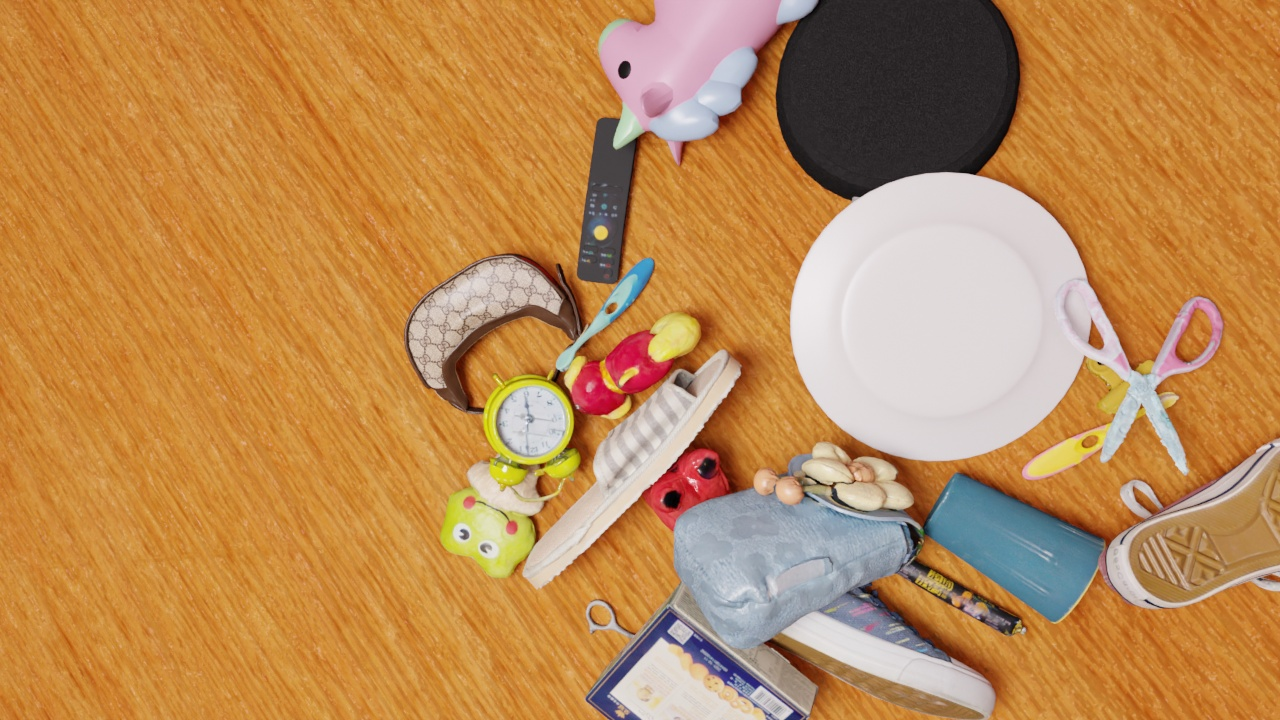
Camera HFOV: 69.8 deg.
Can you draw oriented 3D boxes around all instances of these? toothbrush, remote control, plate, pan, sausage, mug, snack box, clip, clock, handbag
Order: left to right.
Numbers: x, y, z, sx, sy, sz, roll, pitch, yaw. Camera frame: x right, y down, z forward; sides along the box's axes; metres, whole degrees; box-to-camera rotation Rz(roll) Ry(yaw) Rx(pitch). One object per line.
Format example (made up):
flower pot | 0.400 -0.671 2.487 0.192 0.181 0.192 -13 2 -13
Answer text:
handbag | -0.131 -0.024 0.859 0.166 0.063 0.138 -32 99 6
clock | -0.097 0.067 0.822 0.083 0.057 0.119 -7 91 -11
toothbrush | -0.031 -0.042 0.837 0.022 0.017 0.135 36 78 17
remote control | -0.030 -0.147 0.850 0.041 0.020 0.152 9 92 13
snack box | 0.049 0.282 0.779 0.144 0.042 0.145 38 119 3
handbag | 0.122 0.131 0.724 0.191 0.119 0.121 -18 41 -18
pan | 0.200 -0.162 0.785 0.204 0.044 0.355 13 91 13
sausage | 0.253 0.191 0.778 0.155 0.020 0.020 30 95 12
plate | 0.248 -0.033 0.762 0.243 0.016 0.242 1 99 8
mug | 0.297 0.146 0.744 0.121 0.078 0.078 30 95 17
toothbrush | 0.376 0.062 0.753 0.135 0.016 0.021 -32 87 10
clip | 0.389 0.014 0.751 0.054 0.048 0.045 -46 125 9

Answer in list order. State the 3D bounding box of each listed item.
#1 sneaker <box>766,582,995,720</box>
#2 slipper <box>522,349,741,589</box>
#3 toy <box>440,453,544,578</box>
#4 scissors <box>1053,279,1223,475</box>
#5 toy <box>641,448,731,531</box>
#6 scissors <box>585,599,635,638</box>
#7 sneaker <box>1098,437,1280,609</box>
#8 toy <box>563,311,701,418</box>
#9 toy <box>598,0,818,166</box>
sneaker | 0.183 0.225 0.775 0.235 0.087 0.079 22 65 13
slipper | -0.017 0.091 0.797 0.054 0.114 0.273 41 105 -2
toy | -0.133 0.138 0.857 0.092 0.043 0.118 28 92 9
scissors | 0.383 0.001 0.721 0.168 0.014 0.170 35 76 5
toy | 0.053 0.136 0.816 0.088 0.094 0.133 -32 108 -20
scissors | 0.008 0.272 0.837 0.142 0.014 0.175 22 95 16
sneaker | 0.451 0.126 0.701 0.241 0.088 0.118 -21 71 -10
toy | -0.005 0.005 0.802 0.137 0.105 0.067 -31 95 19
toy | 0.064 -0.280 0.790 0.222 0.120 0.171 -19 75 13
